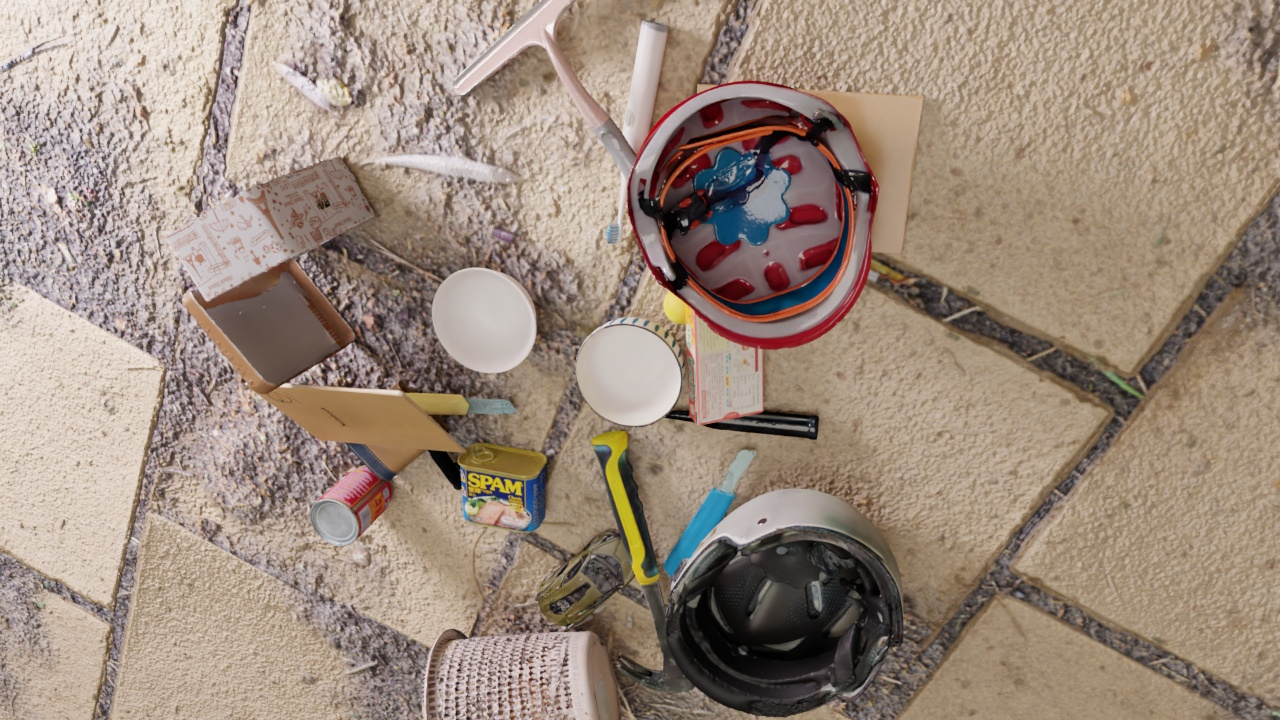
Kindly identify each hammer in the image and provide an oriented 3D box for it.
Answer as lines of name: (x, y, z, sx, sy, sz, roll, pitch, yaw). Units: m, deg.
hammer: (0.002, 0.238, 1.066, 0.126, 0.031, 0.323, -15, 99, 10)

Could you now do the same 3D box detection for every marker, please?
marker: (-0.242, 0.105, 1.089, 0.022, 0.020, 0.132, -23, 125, 4)

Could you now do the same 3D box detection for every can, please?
can: (-0.162, 0.152, 1.089, 0.102, 0.057, 0.083, 8, 116, 13)
can: (-0.353, 0.176, 1.130, 0.066, 0.093, 0.067, 6, 113, 13)

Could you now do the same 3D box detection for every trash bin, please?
trash bin: (-0.133, 0.425, 1.121, 0.192, 0.227, 0.227, -14, 108, 7)

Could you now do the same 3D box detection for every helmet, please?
helmet: (0.157, 0.240, 0.981, 0.230, 0.156, 0.275, 29, 127, 1)
helmet: (0.099, -0.141, 0.835, 0.207, 0.143, 0.240, -24, 116, 8)

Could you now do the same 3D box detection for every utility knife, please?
utility knife: (0.080, 0.178, 1.051, 0.034, 0.018, 0.205, 30, 118, 4)
utility knife: (-0.246, 0.053, 1.067, 0.207, 0.021, 0.031, 2, 114, 11)

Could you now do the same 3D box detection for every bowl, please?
bowl: (-0.006, 0.006, 0.978, 0.116, 0.066, 0.116, 5, 112, 13)
bowl: (-0.159, -0.052, 0.998, 0.118, 0.064, 0.118, 6, 114, 13)

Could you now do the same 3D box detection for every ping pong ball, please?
ping pong ball: (0.044, -0.058, 0.952, 0.040, 0.040, 0.040, 6, 113, 13)

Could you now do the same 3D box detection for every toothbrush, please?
toothbrush: (0.086, 0.062, 1.000, 0.213, 0.026, 0.027, 5, 78, 15)
toothbrush: (-0.006, -0.219, 0.908, 0.026, 0.027, 0.221, -2, 119, -28)

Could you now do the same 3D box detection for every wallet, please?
wallet: (-0.300, 0.086, 1.114, 0.115, 0.033, 0.090, -36, 101, 24)

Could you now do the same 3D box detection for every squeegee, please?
squeegee: (-0.040, -0.236, 0.879, 0.248, 0.040, 0.249, -32, 95, 29)

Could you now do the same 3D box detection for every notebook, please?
notebook: (-0.317, 0.064, 1.028, 0.208, 0.008, 0.148, 3, 151, 21)
notebook: (0.154, -0.185, 0.887, 0.212, 0.012, 0.150, 7, 112, 13)

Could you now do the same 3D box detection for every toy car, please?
toy car: (-0.064, 0.268, 1.119, 0.070, 0.042, 0.158, 43, 114, -5)

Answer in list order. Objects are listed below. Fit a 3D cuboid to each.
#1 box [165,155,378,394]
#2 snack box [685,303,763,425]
box: (-0.367, -0.086, 0.978, 0.157, 0.182, 0.193, -23, 105, 23)
snack box: (0.087, -0.014, 0.946, 0.077, 0.027, 0.156, -10, 112, -17)
